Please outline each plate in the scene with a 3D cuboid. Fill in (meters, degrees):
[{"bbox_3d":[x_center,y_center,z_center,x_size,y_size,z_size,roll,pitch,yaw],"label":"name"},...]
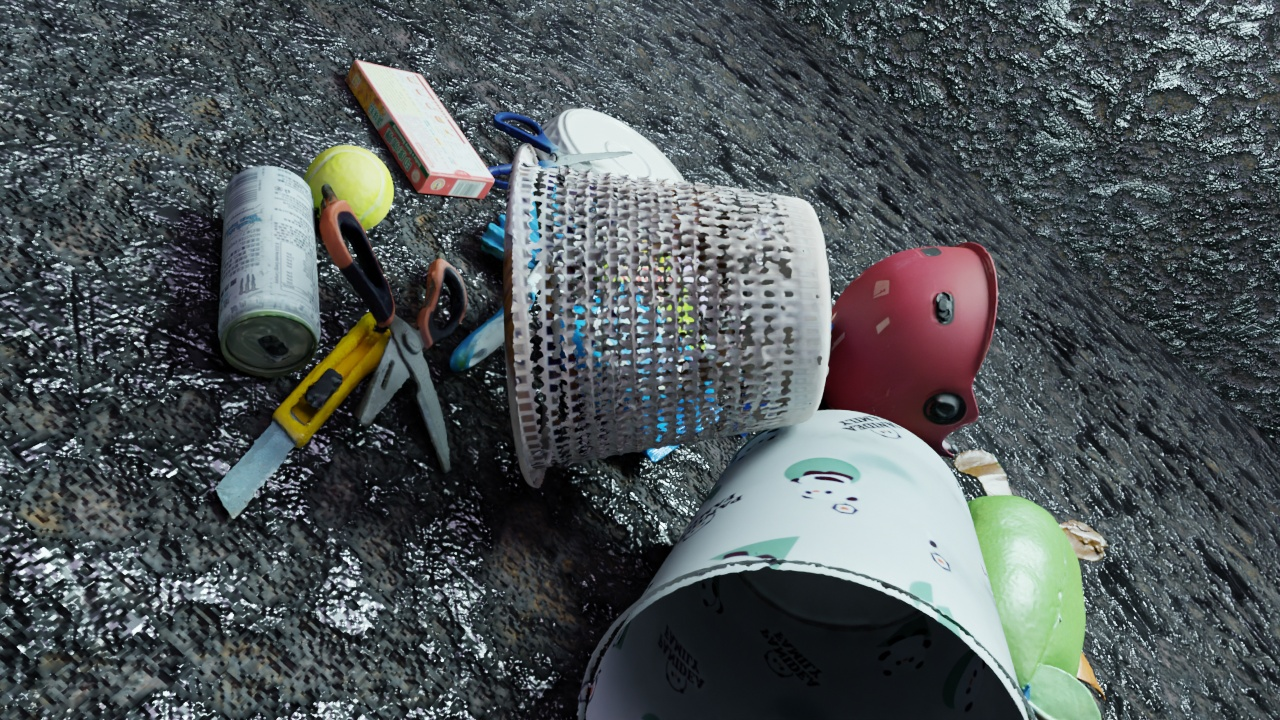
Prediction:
[{"bbox_3d":[-0.024,-0.212,1.038,0.204,0.046,0.204,28,34,-21],"label":"plate"}]

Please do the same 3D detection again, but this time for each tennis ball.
[{"bbox_3d":[-0.220,-0.129,0.693,0.065,0.066,0.065,28,33,-21],"label":"tennis ball"}]

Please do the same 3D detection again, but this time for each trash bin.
[{"bbox_3d":[0.018,-0.031,0.613,0.192,0.228,0.227,-1,39,0],"label":"trash bin"},{"bbox_3d":[0.109,0.159,0.558,0.229,0.230,0.251,41,25,-1],"label":"trash bin"}]

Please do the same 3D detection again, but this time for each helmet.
[{"bbox_3d":[0.262,-0.015,0.951,0.144,0.241,0.206,3,50,-1],"label":"helmet"}]

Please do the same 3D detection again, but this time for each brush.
[{"bbox_3d":[-0.094,-0.079,0.769,0.109,0.061,0.313,35,34,14],"label":"brush"}]

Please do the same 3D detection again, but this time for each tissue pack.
[{"bbox_3d":[-0.004,0.004,0.752,0.094,0.052,0.157,-25,68,-34],"label":"tissue pack"}]

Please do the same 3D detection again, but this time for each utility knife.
[{"bbox_3d":[-0.198,0.023,0.573,0.033,0.015,0.218,33,32,-8],"label":"utility knife"}]

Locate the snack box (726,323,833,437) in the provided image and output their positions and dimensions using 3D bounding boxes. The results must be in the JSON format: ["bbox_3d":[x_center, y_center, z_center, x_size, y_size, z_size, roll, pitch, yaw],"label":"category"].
[{"bbox_3d":[0.138,0.010,0.896,0.026,0.085,0.156,42,31,2],"label":"snack box"}]

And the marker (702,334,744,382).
[{"bbox_3d":[0.054,-0.022,0.910,0.130,0.018,0.022,48,42,12],"label":"marker"}]

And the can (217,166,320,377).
[{"bbox_3d":[-0.239,-0.061,0.592,0.058,0.058,0.146,16,39,-36],"label":"can"}]

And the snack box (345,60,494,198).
[{"bbox_3d":[-0.206,-0.215,0.856,0.076,0.027,0.155,-6,54,-51],"label":"snack box"}]

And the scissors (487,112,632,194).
[{"bbox_3d":[-0.089,-0.205,0.932,0.176,0.012,0.162,39,49,18],"label":"scissors"}]

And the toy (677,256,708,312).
[{"bbox_3d":[0.048,-0.094,0.965,0.084,0.039,0.107,53,23,-40],"label":"toy"}]

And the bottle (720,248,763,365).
[{"bbox_3d":[0.122,-0.057,0.988,0.068,0.068,0.196,37,35,-7],"label":"bottle"}]

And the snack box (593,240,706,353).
[{"bbox_3d":[0.003,-0.061,0.876,0.085,0.026,0.156,8,43,-22],"label":"snack box"}]

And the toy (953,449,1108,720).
[{"bbox_3d":[0.293,0.178,0.719,0.227,0.090,0.245,43,40,-2],"label":"toy"}]

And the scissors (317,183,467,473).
[{"bbox_3d":[-0.164,-0.025,0.644,0.226,0.015,0.188,64,19,7],"label":"scissors"}]
